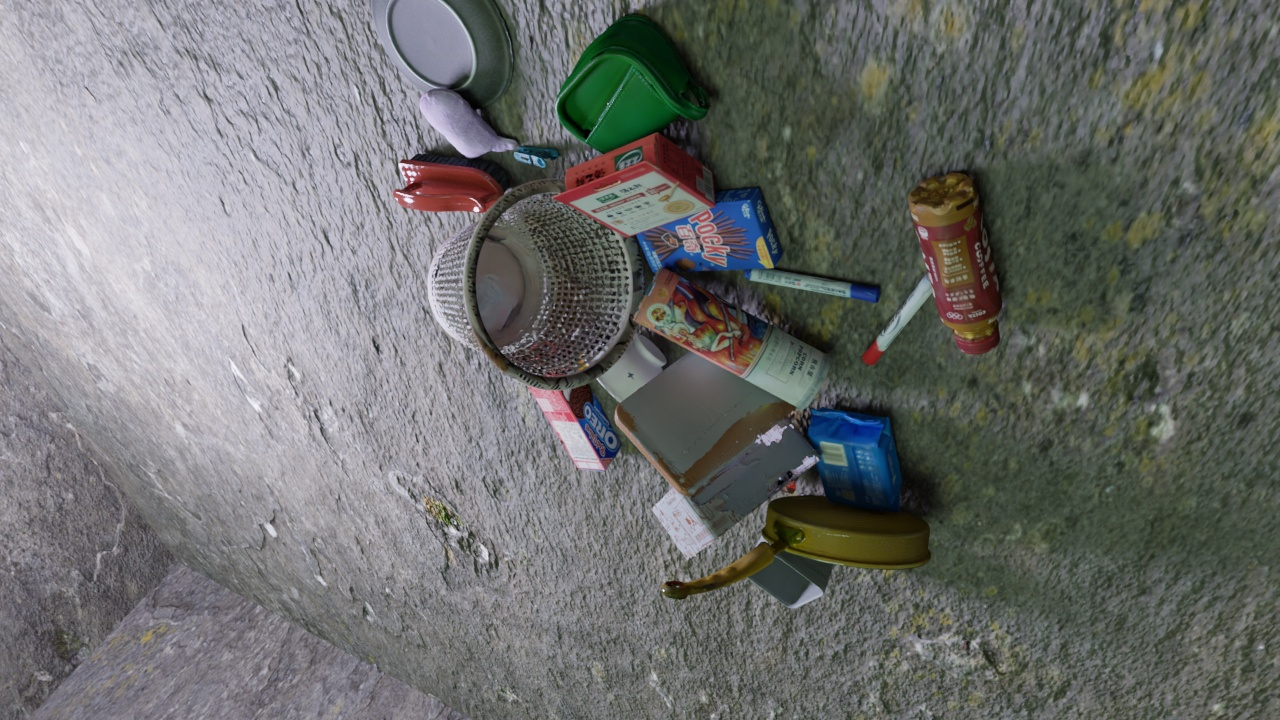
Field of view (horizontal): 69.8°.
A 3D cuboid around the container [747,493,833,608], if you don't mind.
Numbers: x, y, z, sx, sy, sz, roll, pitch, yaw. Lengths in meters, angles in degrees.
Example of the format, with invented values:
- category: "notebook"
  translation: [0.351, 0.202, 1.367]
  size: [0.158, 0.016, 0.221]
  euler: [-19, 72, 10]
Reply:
- category: "container"
  translation: [0.209, 0.250, 1.220]
  size: [0.090, 0.114, 0.090]
  euler: [37, 144, -3]

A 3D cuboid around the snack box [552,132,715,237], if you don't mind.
- category: "snack box"
  translation: [-0.006, -0.174, 0.905]
  size: [0.113, 0.044, 0.127]
  euler: [-14, 161, 32]

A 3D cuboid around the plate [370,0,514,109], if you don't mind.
- category: "plate"
  translation: [-0.216, -0.341, 0.968]
  size: [0.179, 0.024, 0.180]
  euler: [22, 142, 18]

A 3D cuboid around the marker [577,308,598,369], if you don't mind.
- category: "marker"
  translation: [-0.069, -0.025, 1.214]
  size: [0.018, 0.015, 0.124]
  euler: [25, 140, 11]

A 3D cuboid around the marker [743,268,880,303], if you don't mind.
- category: "marker"
  translation: [0.177, -0.081, 0.960]
  size: [0.146, 0.016, 0.017]
  euler: [13, 138, 26]

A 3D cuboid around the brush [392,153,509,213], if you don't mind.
- category: "brush"
  translation: [-0.224, -0.203, 1.089]
  size: [0.146, 0.069, 0.063]
  euler: [12, 139, 28]

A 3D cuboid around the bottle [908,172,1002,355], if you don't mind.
- category: "bottle"
  translation: [0.292, -0.083, 0.835]
  size: [0.058, 0.057, 0.175]
  euler: [1, 132, 37]

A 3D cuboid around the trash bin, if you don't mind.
- category: "trash bin"
  translation: [-0.139, -0.085, 1.056]
  size: [0.192, 0.227, 0.227]
  euler: [5, 136, 54]

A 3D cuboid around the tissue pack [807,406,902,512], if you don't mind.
- category: "tissue pack"
  translation: [0.258, 0.118, 1.088]
  size: [0.095, 0.052, 0.157]
  euler: [8, 136, 34]

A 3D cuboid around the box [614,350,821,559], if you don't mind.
- category: "box"
  translation: [0.077, 0.100, 1.084]
  size: [0.193, 0.182, 0.157]
  euler: [52, 156, 13]

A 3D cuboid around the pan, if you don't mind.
- category: "pan"
  translation: [0.177, 0.217, 1.053]
  size: [0.198, 0.356, 0.078]
  euler: [10, 97, 57]

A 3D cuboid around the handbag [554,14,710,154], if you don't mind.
- category: "handbag"
  translation: [-0.009, -0.252, 0.880]
  size: [0.120, 0.067, 0.132]
  euler: [38, 143, -19]

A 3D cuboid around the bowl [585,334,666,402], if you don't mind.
- category: "bowl"
  translation: [-0.007, 0.007, 1.147]
  size: [0.118, 0.118, 0.065]
  euler: [42, 104, -10]

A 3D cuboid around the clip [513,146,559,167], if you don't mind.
- category: "clip"
  translation: [-0.118, -0.229, 1.022]
  size: [0.057, 0.049, 0.015]
  euler: [17, 141, 32]

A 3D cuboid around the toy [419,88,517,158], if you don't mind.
- category: "toy"
  translation: [-0.197, -0.261, 1.017]
  size: [0.084, 0.038, 0.108]
  euler: [-1, 151, 35]

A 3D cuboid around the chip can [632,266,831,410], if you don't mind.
- category: "chip can"
  translation: [0.100, -0.025, 1.014]
  size: [0.214, 0.071, 0.071]
  euler: [28, 143, -2]

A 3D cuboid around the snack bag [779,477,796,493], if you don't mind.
- category: "snack bag"
  translation: [0.182, 0.131, 1.183]
  size: [0.048, 0.026, 0.104]
  euler: [13, 139, 14]

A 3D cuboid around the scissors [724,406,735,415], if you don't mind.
- category: "scissors"
  translation: [0.074, 0.080, 1.219]
  size: [0.170, 0.014, 0.160]
  euler: [34, 143, 1]

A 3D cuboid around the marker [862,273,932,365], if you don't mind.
- category: "marker"
  translation: [0.265, -0.041, 0.936]
  size: [0.017, 0.017, 0.146]
  euler: [31, 143, 6]

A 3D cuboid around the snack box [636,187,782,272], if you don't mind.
- category: "snack box"
  translation: [0.066, -0.136, 0.975]
  size: [0.157, 0.026, 0.084]
  euler: [2, 133, 36]

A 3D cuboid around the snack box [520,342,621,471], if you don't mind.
- category: "snack box"
  translation: [-0.099, 0.068, 1.304]
  size: [0.058, 0.057, 0.207]
  euler: [0, 131, 35]
